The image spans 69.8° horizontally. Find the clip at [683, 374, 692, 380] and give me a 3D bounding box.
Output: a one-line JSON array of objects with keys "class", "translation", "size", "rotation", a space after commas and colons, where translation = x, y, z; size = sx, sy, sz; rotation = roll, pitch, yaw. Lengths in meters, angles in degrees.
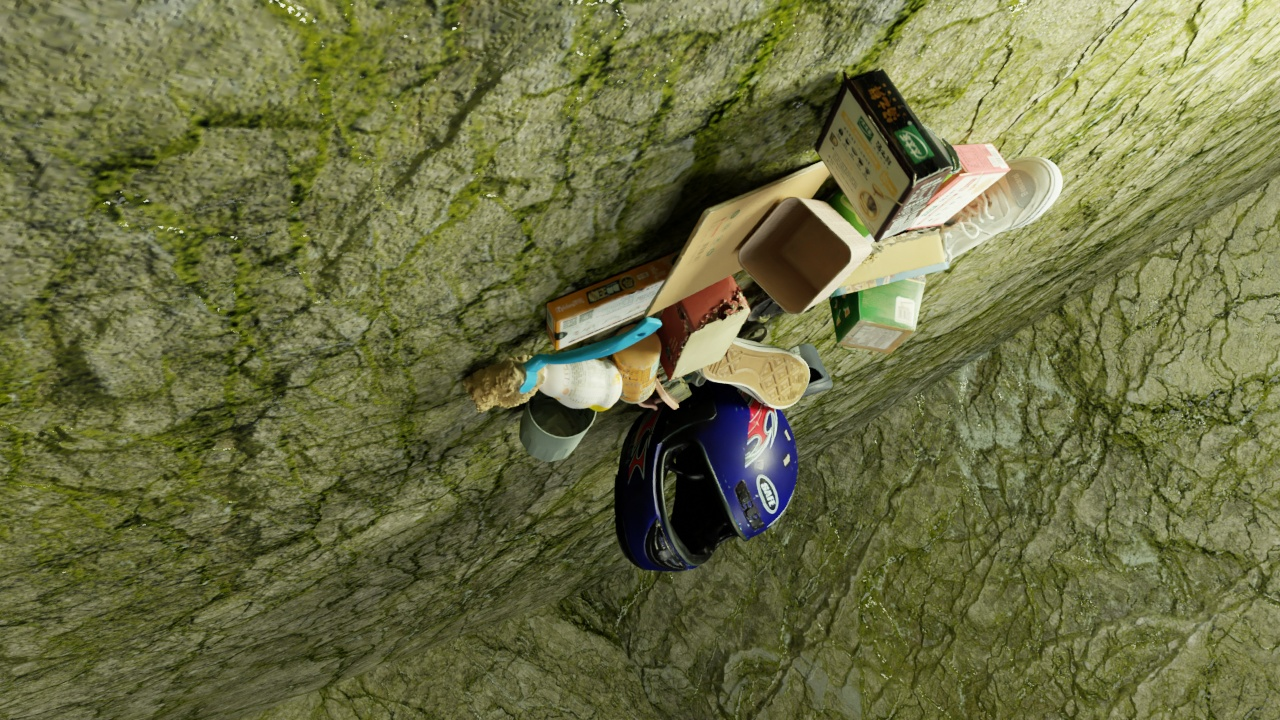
[{"class": "clip", "translation": [0.049, 0.027, 1.353], "size": [0.056, 0.043, 0.014], "rotation": [-27, 163, 10]}]

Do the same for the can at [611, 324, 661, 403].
[{"class": "can", "translation": [-0.007, 0.007, 1.132], "size": [0.058, 0.058, 0.146], "rotation": [-25, 163, -10]}]

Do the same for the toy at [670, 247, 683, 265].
[{"class": "toy", "translation": [0.072, -0.119, 0.922], "size": [0.096, 0.030, 0.092], "rotation": [-40, 160, -2]}]

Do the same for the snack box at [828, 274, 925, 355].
[{"class": "snack box", "translation": [0.319, -0.076, 1.234], "size": [0.118, 0.105, 0.118], "rotation": [9, 155, -7]}]

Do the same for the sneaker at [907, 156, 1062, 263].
[{"class": "sneaker", "translation": [0.424, -0.188, 1.198], "size": [0.090, 0.089, 0.243], "rotation": [-9, 162, -38]}]

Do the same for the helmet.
[{"class": "helmet", "translation": [0.114, 0.169, 1.395], "size": [0.241, 0.247, 0.314], "rotation": [-13, -147, 27]}]

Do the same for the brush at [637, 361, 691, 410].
[{"class": "brush", "translation": [0.027, 0.038, 1.277], "size": [0.073, 0.063, 0.145], "rotation": [-33, 165, 2]}]

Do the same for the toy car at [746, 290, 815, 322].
[{"class": "toy car", "translation": [0.199, -0.088, 1.201], "size": [0.157, 0.042, 0.070], "rotation": [-16, 160, -37]}]

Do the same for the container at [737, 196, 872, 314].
[{"class": "container", "translation": [0.172, -0.109, 0.935], "size": [0.090, 0.090, 0.110], "rotation": [-49, 166, 26]}]

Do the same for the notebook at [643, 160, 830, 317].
[{"class": "notebook", "translation": [0.100, -0.123, 0.904], "size": [0.207, 0.008, 0.148], "rotation": [-29, 161, -39]}]

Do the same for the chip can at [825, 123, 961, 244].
[{"class": "chip can", "translation": [0.234, -0.156, 0.999], "size": [0.072, 0.072, 0.237], "rotation": [-12, 157, -43]}]

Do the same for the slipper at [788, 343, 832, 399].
[{"class": "slipper", "translation": [0.267, 0.019, 1.597], "size": [0.111, 0.083, 0.267], "rotation": [-23, -177, 12]}]

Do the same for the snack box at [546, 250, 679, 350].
[{"class": "snack box", "translation": [-0.023, -0.062, 0.954], "size": [0.153, 0.026, 0.075], "rotation": [-24, 164, -14]}]

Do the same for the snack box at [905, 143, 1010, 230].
[{"class": "snack box", "translation": [0.358, -0.206, 1.094], "size": [0.126, 0.044, 0.113], "rotation": [-14, 160, -42]}]

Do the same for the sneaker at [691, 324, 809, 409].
[{"class": "sneaker", "translation": [0.147, 0.004, 1.318], "size": [0.240, 0.088, 0.118], "rotation": [16, 104, -41]}]

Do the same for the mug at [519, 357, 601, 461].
[{"class": "mug", "translation": [-0.093, 0.060, 1.144], "size": [0.123, 0.083, 0.104], "rotation": [-48, 175, -28]}]

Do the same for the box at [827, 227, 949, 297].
[{"class": "box", "translation": [0.293, -0.121, 1.141], "size": [0.184, 0.059, 0.090], "rotation": [-12, -176, -11]}]

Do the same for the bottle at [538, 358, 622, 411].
[{"class": "bottle", "translation": [-0.077, 0.023, 1.056], "size": [0.108, 0.063, 0.063], "rotation": [10, 143, -35]}]

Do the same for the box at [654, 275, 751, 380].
[{"class": "box", "translation": [0.072, -0.036, 1.092], "size": [0.091, 0.080, 0.169], "rotation": [-23, 163, -15]}]

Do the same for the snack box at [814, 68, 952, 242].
[{"class": "snack box", "translation": [0.210, -0.182, 0.807], "size": [0.053, 0.113, 0.126], "rotation": [-25, 164, -14]}]

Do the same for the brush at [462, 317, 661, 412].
[{"class": "brush", "translation": [-0.084, 0.003, 0.939], "size": [0.255, 0.045, 0.083], "rotation": [-20, 163, 34]}]
